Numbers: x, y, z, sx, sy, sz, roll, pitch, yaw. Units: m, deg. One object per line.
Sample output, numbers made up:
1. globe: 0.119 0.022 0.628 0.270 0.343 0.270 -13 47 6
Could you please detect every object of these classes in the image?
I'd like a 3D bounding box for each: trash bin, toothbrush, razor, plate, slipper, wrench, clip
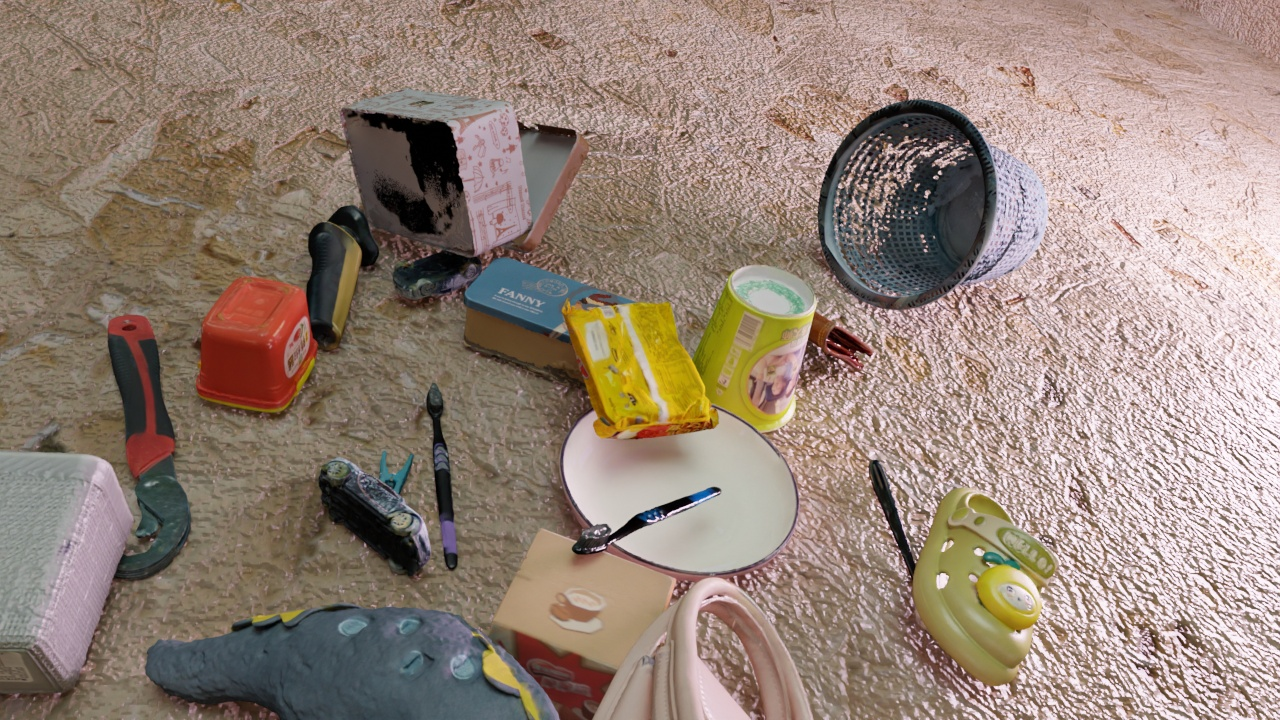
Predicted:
1. trash bin: 0.353 -0.169 1.055 0.194 0.227 0.226 -1 39 -39
2. toothbrush: 0.012 0.103 0.623 0.014 0.016 0.189 27 18 28
3. razor: -0.279 -0.075 0.847 0.067 0.062 0.167 31 33 -33
4. plate: 0.028 0.102 0.726 0.192 0.039 0.192 9 38 -7
5. slipper: 0.266 0.153 0.696 0.091 0.082 0.190 36 36 0
6. toothbrush: -0.154 0.083 0.713 0.014 0.017 0.188 0 41 -18
7. toothbrush: 0.211 0.145 0.750 0.018 0.016 0.180 33 30 -25
8. wrench: -0.372 0.050 0.683 0.056 0.016 0.273 -7 43 -26
9. clip: -0.188 0.090 0.694 0.040 0.014 0.056 8 37 -7

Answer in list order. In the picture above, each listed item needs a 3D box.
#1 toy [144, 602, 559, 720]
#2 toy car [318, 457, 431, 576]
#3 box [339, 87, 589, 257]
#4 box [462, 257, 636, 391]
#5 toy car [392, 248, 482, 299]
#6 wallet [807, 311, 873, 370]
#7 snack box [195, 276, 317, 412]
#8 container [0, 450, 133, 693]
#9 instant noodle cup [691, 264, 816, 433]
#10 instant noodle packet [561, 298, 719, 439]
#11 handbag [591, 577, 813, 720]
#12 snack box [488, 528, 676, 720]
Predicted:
1. toy: -0.116 0.210 0.486 0.356 0.091 0.137 28 69 25
2. toy car: -0.184 0.108 0.643 0.105 0.049 0.031 33 43 21
3. box: -0.159 -0.193 0.911 0.183 0.153 0.177 19 39 36
4. box: -0.079 -0.032 0.844 0.184 0.061 0.089 20 37 4
5. toy car: -0.197 -0.083 0.890 0.043 0.034 0.090 40 46 25
6. wallet: 0.167 -0.036 0.908 0.101 0.032 0.124 39 11 33
7. snack box: -0.307 -0.015 0.732 0.082 0.080 0.091 11 38 -4
8. container: -0.360 0.124 0.526 0.090 0.090 0.114 4 51 -12
9. instant noodle cup: 0.104 -0.016 0.831 0.111 0.124 0.111 9 38 -7
10. instant noodle packet: -0.004 0.004 0.751 0.110 0.044 0.128 -3 57 -30
11. handbag: 0.055 0.217 0.494 0.193 0.093 0.233 54 20 -17
12. snack box: -0.040 0.175 0.568 0.093 0.095 0.076 20 38 6
